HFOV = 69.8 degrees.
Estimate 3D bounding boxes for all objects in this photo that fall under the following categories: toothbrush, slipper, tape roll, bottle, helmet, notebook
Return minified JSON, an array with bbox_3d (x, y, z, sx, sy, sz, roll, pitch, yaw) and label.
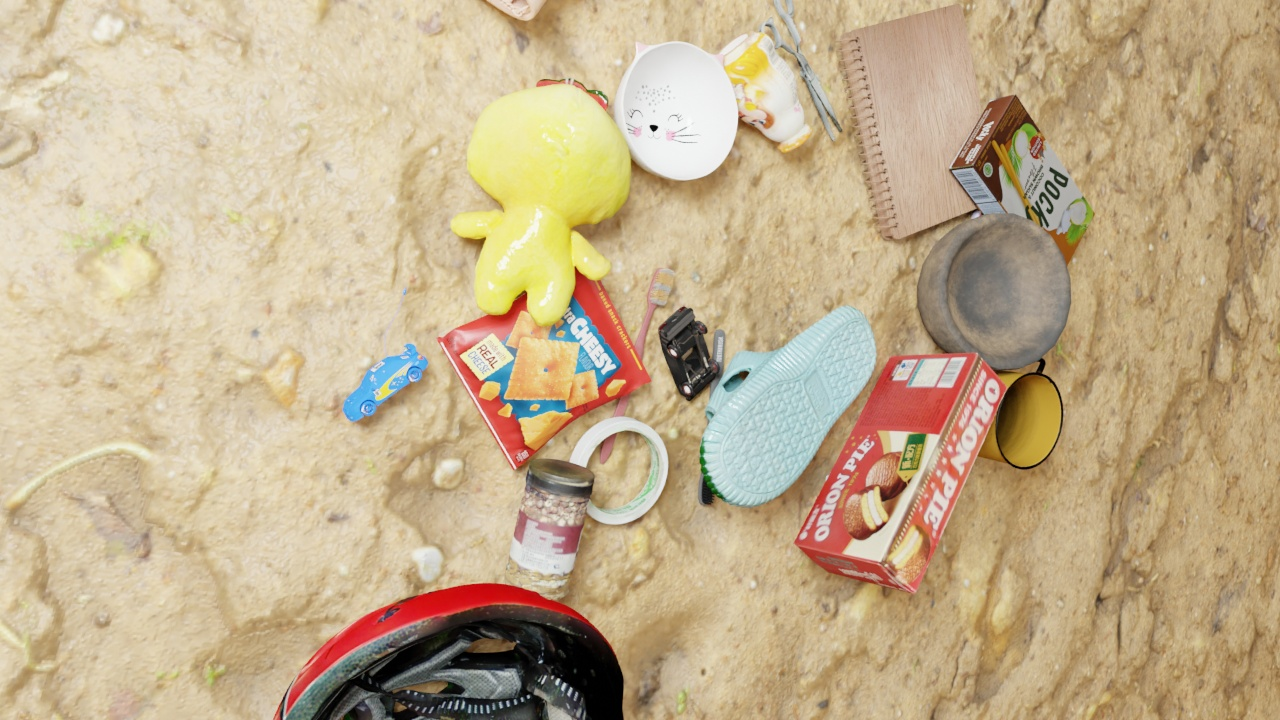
[{"bbox_3d":[0.068,0.054,0.865,0.012,0.013,0.167,5,90,-28],"label":"toothbrush"},{"bbox_3d":[0.135,0.038,0.870,0.275,0.070,0.116,-40,112,-36],"label":"slipper"},{"bbox_3d":[-0.019,0.098,0.813,0.093,0.018,0.094,-6,103,-28],"label":"tape roll"},{"bbox_3d":[-0.005,0.005,0.821,0.015,0.016,0.184,20,87,-30],"label":"toothbrush"},{"bbox_3d":[-0.076,0.140,0.762,0.056,0.056,0.105,9,98,-28],"label":"bottle"},{"bbox_3d":[-0.143,0.274,0.683,0.271,0.167,0.217,-4,96,-28],"label":"helmet"},{"bbox_3d":[0.113,-0.241,0.834,0.063,0.063,0.109,-48,113,-17],"label":"bottle"},{"bbox_3d":[0.288,-0.246,0.950,0.168,0.022,0.210,-22,104,-26],"label":"notebook"}]

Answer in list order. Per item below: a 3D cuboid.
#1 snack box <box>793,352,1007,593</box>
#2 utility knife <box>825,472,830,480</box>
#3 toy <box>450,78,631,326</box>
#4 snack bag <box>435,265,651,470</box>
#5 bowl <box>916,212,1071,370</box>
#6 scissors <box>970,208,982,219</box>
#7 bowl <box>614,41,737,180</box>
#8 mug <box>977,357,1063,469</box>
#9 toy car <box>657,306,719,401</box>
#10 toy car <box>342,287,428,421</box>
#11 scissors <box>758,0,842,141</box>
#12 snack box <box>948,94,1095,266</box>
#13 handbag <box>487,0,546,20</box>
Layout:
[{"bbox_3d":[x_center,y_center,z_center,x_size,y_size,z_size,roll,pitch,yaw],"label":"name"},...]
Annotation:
[{"bbox_3d":[0.254,0.102,0.895,0.060,0.113,0.235,42,68,-25],"label":"snack box"},{"bbox_3d":[0.243,0.159,0.965,0.148,0.015,0.022,38,70,-28],"label":"utility knife"},{"bbox_3d":[-0.075,-0.132,0.728,0.133,0.092,0.207,14,90,-15],"label":"toy"},{"bbox_3d":[-0.077,0.000,0.767,0.143,0.039,0.131,-33,109,-17],"label":"snack bag"},{"bbox_3d":[0.361,-0.070,0.962,0.162,0.070,0.162,0,89,-17],"label":"bowl"},{"bbox_3d":[0.427,-0.105,1.040,0.174,0.013,0.170,-30,107,-22],"label":"scissors"},{"bbox_3d":[0.023,-0.212,0.796,0.114,0.051,0.115,-2,95,-28],"label":"bowl"},{"bbox_3d":[0.384,0.048,0.983,0.100,0.094,0.123,36,79,-27],"label":"mug"},{"bbox_3d":[0.040,-0.007,0.824,0.040,0.037,0.092,-42,137,-20],"label":"toy car"},{"bbox_3d":[-0.201,-0.004,0.702,0.091,0.033,0.062,-39,117,-20],"label":"toy car"},{"bbox_3d":[0.158,-0.293,0.881,0.159,0.014,0.120,29,64,-39],"label":"scissors"},{"bbox_3d":[0.417,-0.183,0.996,0.186,0.032,0.101,42,72,-26],"label":"snack box"},{"bbox_3d":[-0.071,-0.349,0.657,0.116,0.187,0.198,35,73,-19],"label":"handbag"}]
